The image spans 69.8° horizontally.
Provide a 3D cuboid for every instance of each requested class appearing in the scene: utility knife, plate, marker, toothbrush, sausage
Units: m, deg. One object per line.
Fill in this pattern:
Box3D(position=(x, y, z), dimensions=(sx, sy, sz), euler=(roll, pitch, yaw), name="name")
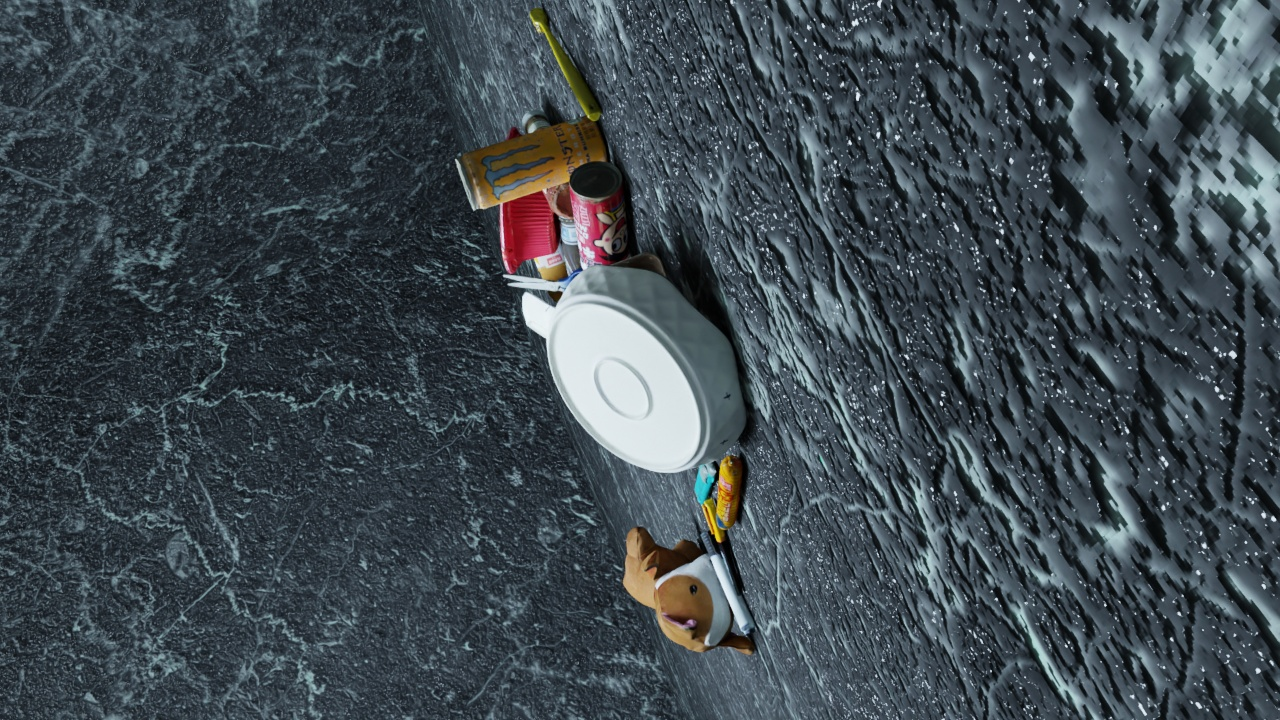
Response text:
Box3D(position=(0.071, 0.135, 1.020), dimensions=(0.151, 0.012, 0.029), euler=(92, 158, -67), name="utility knife")
Box3D(position=(-0.113, -0.041, 1.360), dimensions=(0.162, 0.034, 0.266), euler=(32, 175, -8), name="plate")
Box3D(position=(0.095, 0.214, 1.044), dimensions=(0.018, 0.015, 0.124), euler=(-127, 17, -75), name="marker")
Box3D(position=(-0.078, -0.305, 0.940), dimensions=(0.017, 0.015, 0.190), euler=(75, 170, -55), name="toothbrush")
Box3D(position=(-0.004, 0.016, 0.799), dimensions=(0.205, 0.045, 0.205), euler=(26, 136, 28), name="plate")
Box3D(position=(0.086, 0.131, 0.896), dimensions=(0.165, 0.021, 0.021), euler=(85, 163, -59), name="sausage")
Box3D(position=(0.103, 0.261, 1.085), dimensions=(0.023, 0.018, 0.130), euler=(103, 147, -57), name="marker")

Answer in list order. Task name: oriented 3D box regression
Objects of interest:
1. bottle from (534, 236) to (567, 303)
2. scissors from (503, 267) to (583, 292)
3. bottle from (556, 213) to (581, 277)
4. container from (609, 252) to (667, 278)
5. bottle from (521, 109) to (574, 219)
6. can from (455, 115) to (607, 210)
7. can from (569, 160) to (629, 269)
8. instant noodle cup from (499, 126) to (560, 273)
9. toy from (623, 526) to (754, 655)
Box3D(position=(-0.121, -0.151, 1.351), dimensions=(0.068, 0.068, 0.189), euler=(-146, 36, -75), name="bottle")
Box3D(position=(-0.107, -0.092, 1.229), dimensions=(0.174, 0.012, 0.125), euler=(-16, 125, 47), name="scissors")
Box3D(position=(-0.081, -0.141, 1.221), dimensions=(0.195, 0.044, 0.079), euler=(82, 163, -49), name="bottle")
Box3D(position=(-0.019, -0.051, 0.917), dimensions=(0.111, 0.090, 0.090), euler=(-158, 48, -82), name="container")
Box3D(position=(-0.103, -0.241, 1.094), dimensions=(0.206, 0.059, 0.060), euler=(-116, 11, -47), name="bottle")
Box3D(position=(-0.109, -0.201, 0.932), dimensions=(0.058, 0.146, 0.058), euler=(159, 91, -82), name="can")
Box3D(position=(-0.040, -0.138, 0.947), dimensions=(0.133, 0.053, 0.053), euler=(85, 162, -54), name="can")
Box3D(position=(-0.140, -0.210, 1.210), dimensions=(0.194, 0.066, 0.194), euler=(24, -112, -90), name="instant noodle cup")
Box3D(position=(0.059, 0.292, 1.163), dimensions=(0.131, 0.140, 0.199), euler=(-63, 28, 14), name="toy")
